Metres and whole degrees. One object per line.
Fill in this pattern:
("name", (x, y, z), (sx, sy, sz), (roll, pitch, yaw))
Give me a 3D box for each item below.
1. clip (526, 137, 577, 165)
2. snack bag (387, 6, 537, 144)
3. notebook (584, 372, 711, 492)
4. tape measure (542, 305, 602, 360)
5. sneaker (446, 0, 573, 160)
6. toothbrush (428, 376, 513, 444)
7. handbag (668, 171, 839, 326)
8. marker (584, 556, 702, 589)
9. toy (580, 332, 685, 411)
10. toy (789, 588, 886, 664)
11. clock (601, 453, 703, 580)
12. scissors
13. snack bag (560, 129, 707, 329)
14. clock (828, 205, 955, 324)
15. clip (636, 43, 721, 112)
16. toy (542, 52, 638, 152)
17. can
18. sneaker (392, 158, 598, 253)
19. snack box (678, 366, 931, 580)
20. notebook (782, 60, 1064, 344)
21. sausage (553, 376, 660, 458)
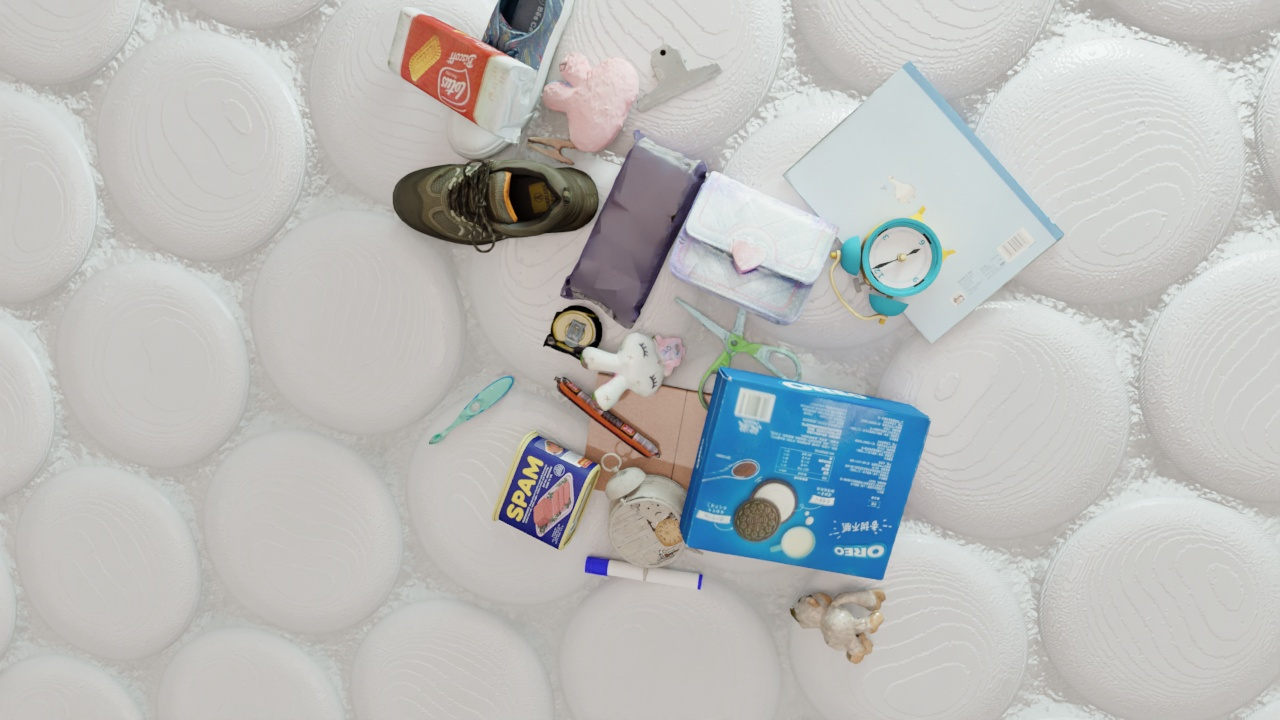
("clip", (-0.097, -0.244, 1.045), (0.052, 0.026, 0.059), (-36, 93, 10))
("snack bag", (-0.196, -0.309, 0.981), (0.225, 0.041, 0.078), (38, 118, 37))
("notebook", (0.041, 0.102, 1.084), (0.209, 0.008, 0.141), (11, 100, 7))
("tape measure", (-0.076, -0.033, 1.068), (0.062, 0.034, 0.061), (20, 99, 4))
("sneaker", (-0.146, -0.329, 1.010), (0.087, 0.079, 0.236), (30, 102, 3))
("toothbrush", (-0.206, 0.062, 1.111), (0.135, 0.017, 0.022), (-38, 88, 12))
("handbag", (0.122, -0.122, 1.006), (0.158, 0.069, 0.126), (25, 92, 7))
("marker", (0.003, 0.257, 1.108), (0.141, 0.020, 0.020), (8, 100, 7))
("toy", (-0.006, 0.006, 1.051), (0.122, 0.038, 0.079), (-21, 93, -10))
("toy", (0.225, 0.304, 1.065), (0.106, 0.074, 0.085), (13, 113, 11))
("clock", (0.000, 0.175, 1.065), (0.103, 0.061, 0.157), (-28, 103, 16))
("scissors", (0.112, -0.019, 1.051), (0.172, 0.023, 0.171), (15, 98, 8))
("snack bag", (-0.009, -0.145, 1.029), (0.096, 0.058, 0.205), (26, 101, 3))
("clock", (0.269, -0.103, 0.992), (0.130, 0.043, 0.099), (-36, 92, 7))
("clip", (0.033, -0.319, 1.007), (0.102, 0.045, 0.055), (-24, 107, 11))
("toy", (-0.057, -0.293, 1.019), (0.105, 0.053, 0.108), (36, 105, 14))
("can", (-0.110, 0.155, 1.085), (0.092, 0.056, 0.116), (24, 103, 10))
("sneaker", (-0.173, -0.170, 1.007), (0.238, 0.142, 0.101), (-1, 99, 9))
("snack box", (0.180, 0.126, 1.014), (0.238, 0.056, 0.196), (12, 101, -10))
("notebook", (0.306, -0.170, 1.001), (0.181, 0.009, 0.253), (-41, 91, 13))
("sausage", (-0.040, 0.068, 1.076), (0.155, 0.020, 0.020), (37, 102, 2))
